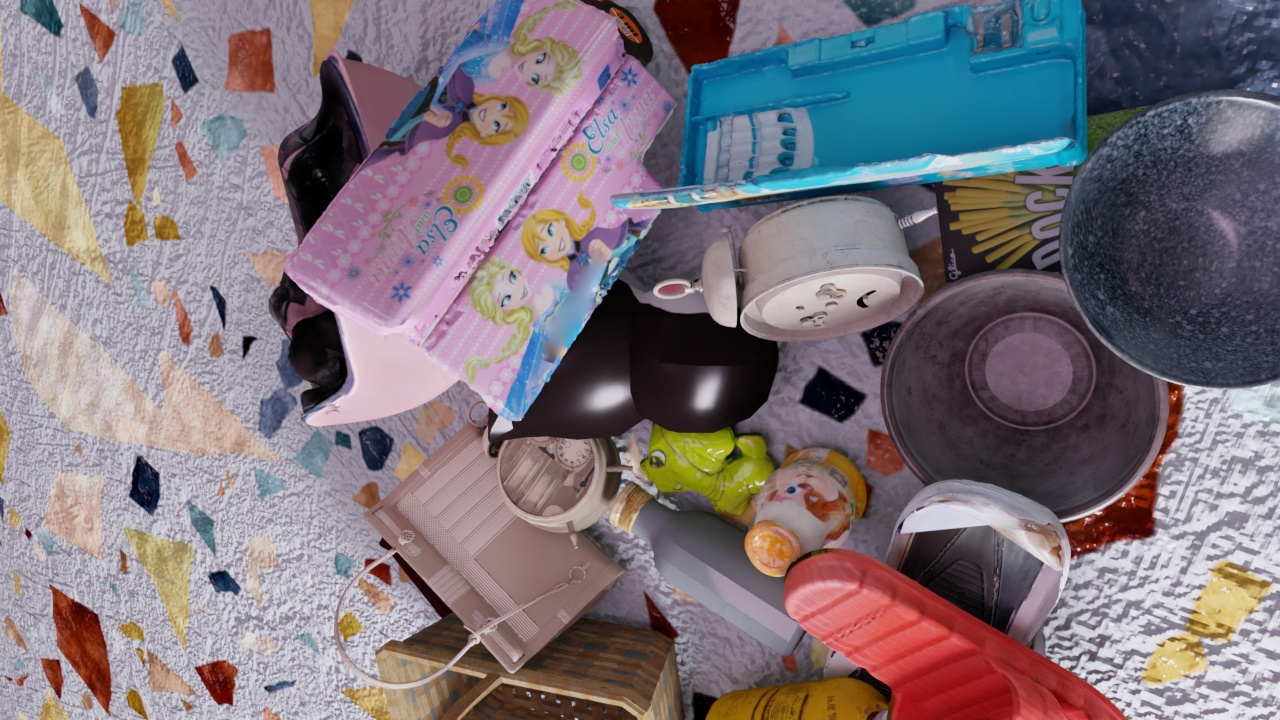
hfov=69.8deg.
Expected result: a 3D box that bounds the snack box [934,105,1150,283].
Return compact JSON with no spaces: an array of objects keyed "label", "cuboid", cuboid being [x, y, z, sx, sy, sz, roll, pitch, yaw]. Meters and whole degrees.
[{"label":"snack box","cuboid":[0.241,-0.092,0.503,0.148,0.025,0.080,-4,103,31]}]

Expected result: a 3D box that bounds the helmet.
[{"label":"helmet","cuboid":[-0.175,-0.082,0.653,0.230,0.152,0.256,40,126,57]}]

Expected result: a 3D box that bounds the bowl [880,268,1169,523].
[{"label":"bowl","cuboid":[0.218,0.014,0.524,0.145,0.067,0.145,9,110,27]}]

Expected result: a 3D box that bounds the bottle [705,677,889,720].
[{"label":"bottle","cuboid":[0.115,0.255,0.626,0.071,0.070,0.164,57,143,3]}]

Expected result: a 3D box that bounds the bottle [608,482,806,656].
[{"label":"bottle","cuboid":[0.051,0.143,0.658,0.161,0.072,0.046,30,112,19]}]

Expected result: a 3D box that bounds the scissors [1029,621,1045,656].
[{"label":"scissors","cuboid":[0.269,0.243,0.595,0.118,0.014,0.161,29,120,31]}]

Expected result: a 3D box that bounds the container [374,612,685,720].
[{"label":"container","cuboid":[-0.096,0.300,0.712,0.250,0.185,0.158,2,112,27]}]

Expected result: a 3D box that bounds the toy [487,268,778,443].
[{"label":"toy","cuboid":[-0.004,0.004,0.609,0.184,0.139,0.159,5,145,17]}]

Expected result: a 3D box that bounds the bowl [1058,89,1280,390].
[{"label":"bowl","cuboid":[0.266,-0.053,0.440,0.137,0.057,0.137,-1,87,10]}]

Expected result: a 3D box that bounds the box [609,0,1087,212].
[{"label":"box","cuboid":[0.117,-0.119,0.503,0.228,0.169,0.085,-2,133,31]}]

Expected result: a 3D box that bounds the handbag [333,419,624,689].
[{"label":"handbag","cuboid":[-0.143,0.167,0.700,0.175,0.197,0.062,43,139,12]}]

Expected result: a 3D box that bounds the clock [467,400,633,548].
[{"label":"clock","cuboid":[-0.080,0.072,0.700,0.141,0.054,0.093,34,86,18]}]

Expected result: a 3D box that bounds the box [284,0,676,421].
[{"label":"box","cuboid":[-0.071,-0.098,0.526,0.160,0.230,0.063,35,165,-7]}]

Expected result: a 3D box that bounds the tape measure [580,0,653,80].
[{"label":"tape measure","cuboid":[-0.024,-0.207,0.600,0.038,0.058,0.058,-36,99,32]}]

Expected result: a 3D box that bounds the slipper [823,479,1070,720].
[{"label":"slipper","cuboid":[0.189,0.158,0.577,0.111,0.062,0.264,22,139,18]}]

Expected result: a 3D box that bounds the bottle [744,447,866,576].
[{"label":"bottle","cuboid":[0.104,0.098,0.592,0.063,0.108,0.063,10,110,29]}]

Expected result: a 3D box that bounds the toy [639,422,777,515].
[{"label":"toy","cuboid":[0.048,0.073,0.661,0.094,0.036,0.093,-39,87,27]}]

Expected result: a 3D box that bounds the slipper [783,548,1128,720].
[{"label":"slipper","cuboid":[0.184,0.199,0.523,0.249,0.059,0.104,37,137,-7]}]

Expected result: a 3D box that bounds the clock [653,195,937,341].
[{"label":"clock","cuboid":[0.085,-0.054,0.534,0.157,0.103,0.061,-6,70,0]}]

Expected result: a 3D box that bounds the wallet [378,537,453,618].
[{"label":"wallet","cuboid":[-0.187,0.179,0.841,0.115,0.018,0.092,43,122,14]}]
